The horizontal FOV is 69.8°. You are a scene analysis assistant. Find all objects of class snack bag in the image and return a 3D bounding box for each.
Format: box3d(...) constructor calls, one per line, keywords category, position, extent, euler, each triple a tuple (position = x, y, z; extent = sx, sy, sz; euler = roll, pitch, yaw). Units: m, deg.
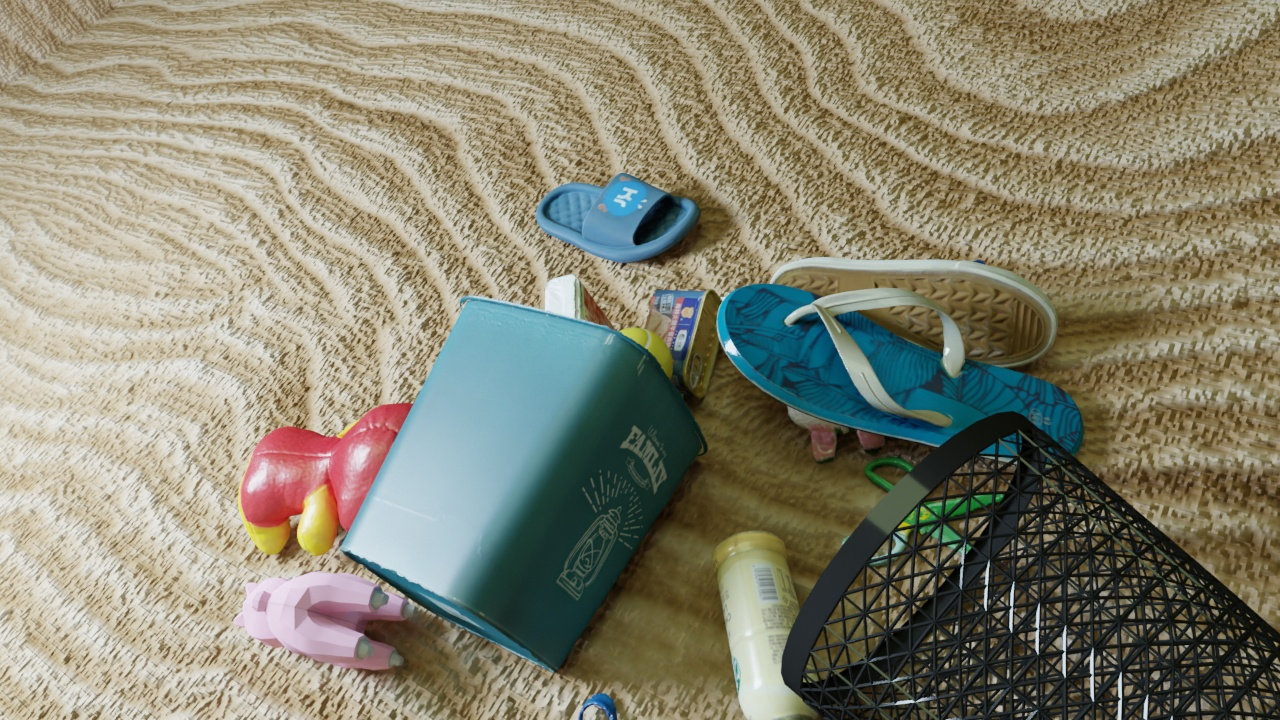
box3d(category="snack bag", position=(-0.052, -0.018, 0.843), extent=(0.036, 0.116, 0.077), euler=(-10, 63, 14))

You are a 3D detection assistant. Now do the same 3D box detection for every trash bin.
box3d(category="trash bin", position=(0.240, 0.186, 0.491), extent=(0.216, 0.217, 0.243), euler=(-39, 53, -14))
box3d(category="trash bin", position=(-0.093, 0.100, 0.721), extent=(0.199, 0.196, 0.218), euler=(14, 63, 32))

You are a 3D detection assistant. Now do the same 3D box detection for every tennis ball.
box3d(category="tennis ball", position=(-0.005, 0.005, 0.787), extent=(0.065, 0.065, 0.065), euler=(-12, 46, 13))

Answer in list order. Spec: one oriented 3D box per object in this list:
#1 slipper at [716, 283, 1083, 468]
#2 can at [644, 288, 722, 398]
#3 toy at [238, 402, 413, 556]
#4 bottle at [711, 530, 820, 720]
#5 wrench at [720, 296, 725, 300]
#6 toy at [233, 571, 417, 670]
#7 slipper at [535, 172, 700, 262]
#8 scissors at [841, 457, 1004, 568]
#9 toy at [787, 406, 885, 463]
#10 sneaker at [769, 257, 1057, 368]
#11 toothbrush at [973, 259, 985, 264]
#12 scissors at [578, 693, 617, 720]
box3d(category="slipper", position=(0.197, 0.004, 0.709), extent=(0.295, 0.060, 0.118), euler=(19, 59, 12))
box3d(category="can", position=(0.035, -0.017, 0.846), extent=(0.059, 0.054, 0.099), euler=(4, 67, 28))
box3d(category="toy", position=(-0.269, 0.106, 0.848), extent=(0.217, 0.099, 0.147), euler=(-10, 54, 21))
box3d(category="bottle", position=(0.089, 0.199, 0.636), extent=(0.056, 0.056, 0.161), euler=(-16, 46, 8))
box3d(category="wrench", position=(-0.028, -0.015, 0.913), extent=(0.274, 0.009, 0.047), euler=(-14, 46, 11))
box3d(category="toy", position=(-0.267, 0.207, 0.744), extent=(0.158, 0.123, 0.067), euler=(6, 67, 15))
box3d(category="slipper", position=(-0.035, -0.162, 1.016), extent=(0.214, 0.059, 0.103), euler=(16, 60, 35))
box3d(category="scissors", position=(0.207, 0.121, 0.689), extent=(0.127, 0.011, 0.125), euler=(-39, 45, -12))
box3d(category="toy", position=(0.165, 0.029, 0.763), extent=(0.087, 0.050, 0.112), euler=(-8, 68, 22))
box3d(category="sneaker", position=(0.232, -0.053, 0.789), extent=(0.236, 0.087, 0.079), euler=(10, 20, 18))
box3d(category="toothbrush", position=(0.221, -0.062, 0.845), extent=(0.190, 0.017, 0.016), euler=(-13, 46, 11))
box3d(category="scissors", position=(-0.001, 0.281, 0.633), extent=(0.127, 0.014, 0.133), euler=(-34, 50, -3))
